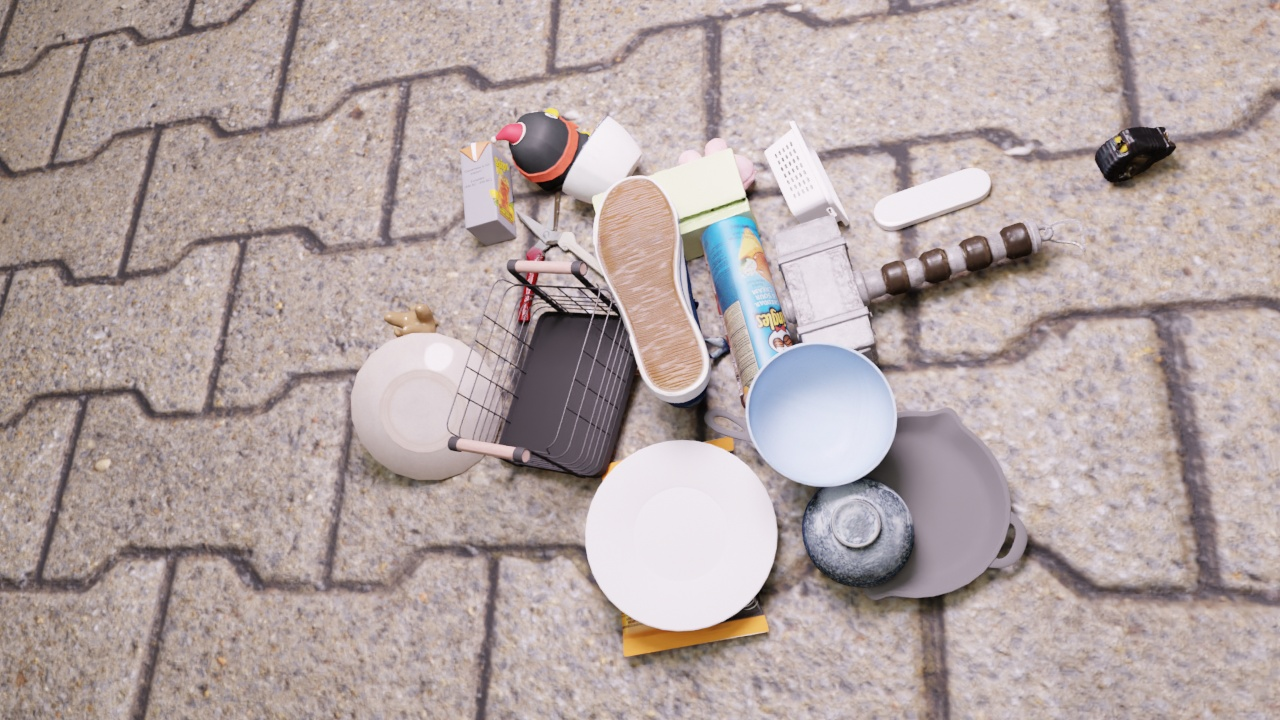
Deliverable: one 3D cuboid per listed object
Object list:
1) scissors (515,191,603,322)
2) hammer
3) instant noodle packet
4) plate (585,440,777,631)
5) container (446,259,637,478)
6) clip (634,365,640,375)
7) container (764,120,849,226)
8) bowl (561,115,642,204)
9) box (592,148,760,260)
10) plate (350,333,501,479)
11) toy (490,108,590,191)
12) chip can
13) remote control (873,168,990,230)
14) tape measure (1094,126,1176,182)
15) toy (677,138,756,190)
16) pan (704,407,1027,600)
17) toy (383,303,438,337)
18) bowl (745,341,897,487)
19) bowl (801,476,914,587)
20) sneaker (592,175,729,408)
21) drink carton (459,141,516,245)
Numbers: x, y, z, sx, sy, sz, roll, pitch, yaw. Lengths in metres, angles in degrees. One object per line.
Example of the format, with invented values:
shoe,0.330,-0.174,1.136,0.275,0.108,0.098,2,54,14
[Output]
scissors,-0.107,-0.139,1.229,0.179,0.015,0.198,7,71,23
hammer,0.319,-0.103,1.024,0.327,0.079,0.176,-17,65,12
instant noodle packet,0.043,0.205,1.028,0.160,0.032,0.220,-14,65,12
plate,0.044,0.188,1.003,0.209,0.015,0.208,-3,67,7
container,-0.113,0.016,1.090,0.163,0.130,0.241,6,71,31
clip,-0.006,0.010,1.130,0.061,0.024,0.041,-24,60,19
container,0.199,-0.217,1.116,0.050,0.080,0.129,-28,62,20
bowl,-0.046,-0.254,1.202,0.065,0.116,0.116,32,82,-3
box,0.044,-0.172,1.133,0.188,0.130,0.064,-16,22,12
plate,-0.268,0.060,1.144,0.189,0.027,0.189,0,99,-2
toy,-0.132,-0.291,1.240,0.098,0.119,0.099,18,82,29
chip can,0.129,-0.055,1.076,0.080,0.080,0.229,-18,64,12
remote control,0.345,-0.191,1.086,0.137,0.013,0.043,-18,64,12
tape measure,0.533,-0.223,1.001,0.067,0.063,0.038,-3,62,-23
toy,0.089,-0.241,1.181,0.108,0.053,0.105,-25,48,11
pan,0.229,0.128,0.984,0.355,0.024,0.216,22,79,20
toy,-0.290,-0.014,1.205,0.134,0.105,0.108,-12,77,19
bowl,0.185,0.061,0.958,0.150,0.075,0.150,-1,77,5
bowl,0.218,0.168,0.927,0.114,0.061,0.114,-5,70,13
sneaker,0.026,-0.076,1.079,0.121,0.127,0.294,-16,69,4
drink carton,-0.211,-0.231,1.271,0.048,0.076,0.124,-13,70,15
